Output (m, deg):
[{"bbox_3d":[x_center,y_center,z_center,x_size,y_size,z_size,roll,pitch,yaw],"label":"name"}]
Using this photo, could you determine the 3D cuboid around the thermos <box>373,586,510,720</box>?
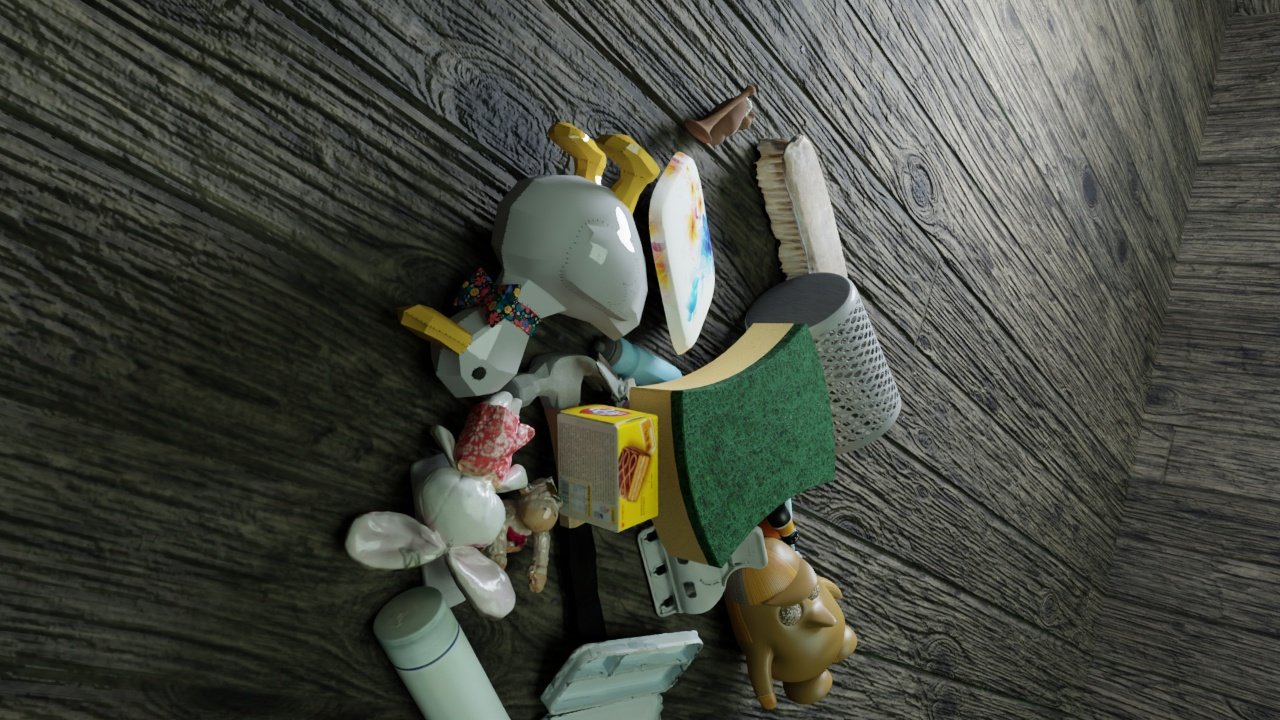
[{"bbox_3d":[-0.168,0.312,0.843,0.067,0.068,0.230,-40,123,-36],"label":"thermos"}]

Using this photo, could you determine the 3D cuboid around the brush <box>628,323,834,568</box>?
[{"bbox_3d":[0.109,0.084,1.008,0.249,0.075,0.195,-26,110,-40],"label":"brush"}]

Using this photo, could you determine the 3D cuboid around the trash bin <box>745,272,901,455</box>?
[{"bbox_3d":[0.228,0.000,1.163,0.156,0.157,0.183,-47,124,-32],"label":"trash bin"}]

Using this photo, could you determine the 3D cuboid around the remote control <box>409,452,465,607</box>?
[{"bbox_3d":[-0.185,0.159,0.844,0.045,0.008,0.147,-15,106,-45],"label":"remote control"}]

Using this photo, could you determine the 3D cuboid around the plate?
[{"bbox_3d":[0.051,-0.117,0.987,0.186,0.016,0.187,-66,149,-54],"label":"plate"}]

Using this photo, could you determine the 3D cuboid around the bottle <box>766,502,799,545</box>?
[{"bbox_3d":[0.152,0.159,1.149,0.059,0.059,0.182,-46,116,-33],"label":"bottle"}]

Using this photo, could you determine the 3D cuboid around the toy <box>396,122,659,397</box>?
[{"bbox_3d":[-0.081,-0.078,0.834,0.246,0.141,0.267,26,89,-48],"label":"toy"}]

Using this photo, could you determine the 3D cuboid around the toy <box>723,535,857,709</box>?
[{"bbox_3d":[0.182,0.313,1.166,0.198,0.163,0.203,-43,114,-35],"label":"toy"}]

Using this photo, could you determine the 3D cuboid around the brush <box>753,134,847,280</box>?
[{"bbox_3d":[0.215,-0.164,1.193,0.083,0.057,0.271,-48,129,-36],"label":"brush"}]

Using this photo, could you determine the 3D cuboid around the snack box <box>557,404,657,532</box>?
[{"bbox_3d":[-0.032,0.101,0.890,0.061,0.084,0.106,-12,106,-48],"label":"snack box"}]

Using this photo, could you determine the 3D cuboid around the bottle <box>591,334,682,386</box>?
[{"bbox_3d":[-0.006,0.006,0.992,0.130,0.040,0.040,28,75,-46],"label":"bottle"}]

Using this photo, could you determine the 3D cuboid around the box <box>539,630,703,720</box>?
[{"bbox_3d":[-0.031,0.382,1.016,0.209,0.061,0.193,9,111,-47],"label":"box"}]

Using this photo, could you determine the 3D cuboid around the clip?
[{"bbox_3d":[0.074,0.231,1.081,0.143,0.074,0.125,-17,115,-12],"label":"clip"}]

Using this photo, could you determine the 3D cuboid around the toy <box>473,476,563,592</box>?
[{"bbox_3d":[-0.105,0.160,0.874,0.085,0.074,0.106,32,90,-41],"label":"toy"}]

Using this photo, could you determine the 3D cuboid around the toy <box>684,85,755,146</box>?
[{"bbox_3d":[0.095,-0.276,1.057,0.101,0.041,0.055,-42,164,-24],"label":"toy"}]

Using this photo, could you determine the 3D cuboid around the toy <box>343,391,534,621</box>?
[{"bbox_3d":[-0.153,0.113,0.804,0.159,0.084,0.193,26,67,-19],"label":"toy"}]

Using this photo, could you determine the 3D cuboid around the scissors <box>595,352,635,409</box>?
[{"bbox_3d":[-0.015,0.049,0.960,0.187,0.015,0.146,-19,113,-68],"label":"scissors"}]

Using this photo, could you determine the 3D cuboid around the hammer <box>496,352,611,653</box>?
[{"bbox_3d":[-0.070,0.152,0.948,0.130,0.039,0.328,-20,111,-45],"label":"hammer"}]

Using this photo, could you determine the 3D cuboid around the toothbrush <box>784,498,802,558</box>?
[{"bbox_3d":[0.206,0.216,1.271,0.022,0.016,0.155,-69,149,-64],"label":"toothbrush"}]

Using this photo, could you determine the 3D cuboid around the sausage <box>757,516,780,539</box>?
[{"bbox_3d":[0.169,0.159,1.204,0.044,0.039,0.164,-21,111,-55],"label":"sausage"}]
